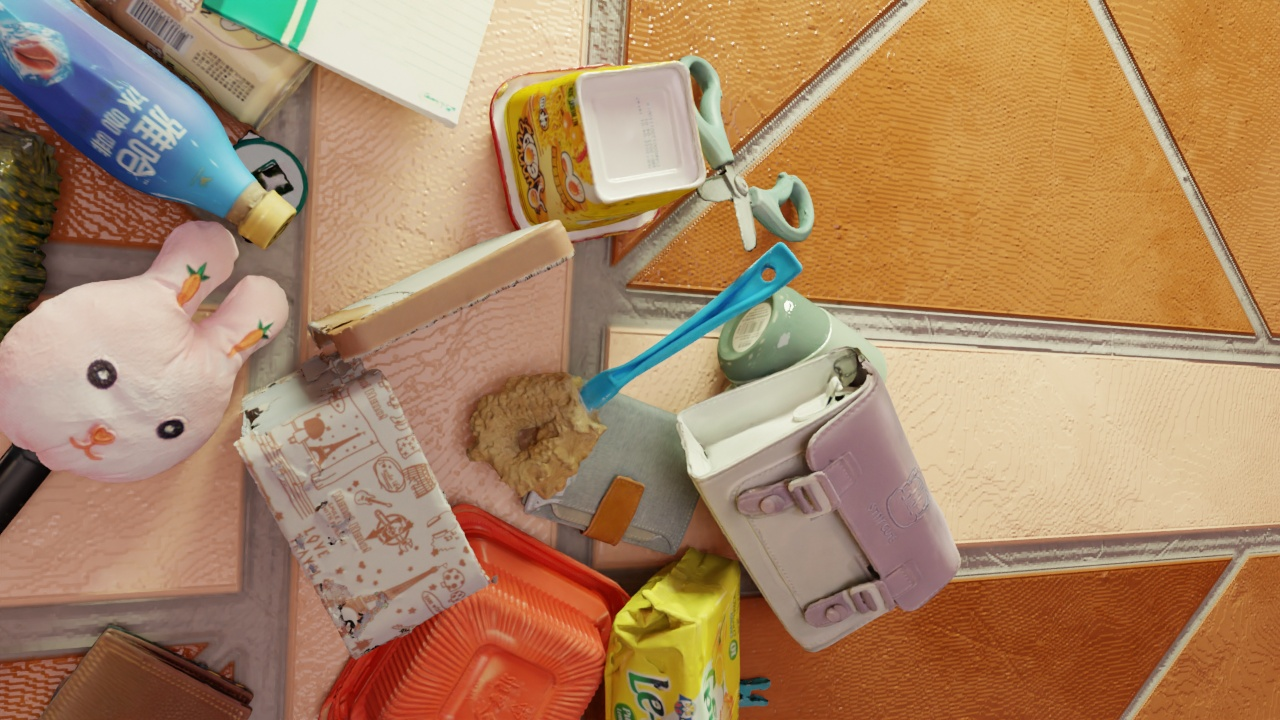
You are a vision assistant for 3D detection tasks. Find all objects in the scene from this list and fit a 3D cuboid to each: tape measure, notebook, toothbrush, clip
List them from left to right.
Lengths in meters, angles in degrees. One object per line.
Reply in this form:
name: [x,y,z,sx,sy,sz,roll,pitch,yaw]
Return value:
toothbrush: [-0.397,0.132,0.500,0.027,0.026,0.212,33,80,12]
tape measure: [-0.230,-0.107,0.554,0.054,0.025,0.058,-35,108,-17]
notebook: [-0.152,-0.262,0.551,0.150,0.012,0.208,21,72,-28]
clip: [0.079,0.265,0.732,0.056,0.014,0.045,3,95,-26]

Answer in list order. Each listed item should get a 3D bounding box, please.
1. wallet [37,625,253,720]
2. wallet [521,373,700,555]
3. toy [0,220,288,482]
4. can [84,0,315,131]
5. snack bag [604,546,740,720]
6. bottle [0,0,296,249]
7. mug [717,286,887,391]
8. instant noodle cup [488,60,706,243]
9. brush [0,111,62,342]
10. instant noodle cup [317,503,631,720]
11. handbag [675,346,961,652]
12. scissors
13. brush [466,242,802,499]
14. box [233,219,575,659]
wallet: [-0.310,0.232,0.545,0.101,0.032,0.124,38,78,-19]
wallet: [-0.013,0.080,0.662,0.129,0.037,0.106,22,85,-24]
toy: [-0.276,-0.004,0.518,0.159,0.054,0.121,-52,138,-18]
can: [-0.249,-0.189,0.519,0.116,0.058,0.058,39,78,-22]
snack bag: [0.025,0.260,0.640,0.068,0.157,0.246,1,94,16]
bottle: [-0.285,-0.140,0.492,0.218,0.065,0.065,40,78,-16]
mug: [0.110,0.010,0.692,0.106,0.082,0.112,31,105,-24]
instant noodle cup: [-0.024,-0.137,0.590,0.115,0.124,0.116,-15,100,-23]
brush: [-0.359,-0.062,0.482,0.073,0.063,0.145,11,89,5]
instant noodle cup: [-0.103,0.211,0.610,0.164,0.079,0.188,32,86,-19]
handbag: [0.133,0.101,0.656,0.145,0.098,0.197,-29,121,6]
scissors: [0.066,-0.150,0.654,0.169,0.019,0.181,-20,83,-56]
brush: [-0.004,0.004,0.609,0.254,0.046,0.083,-34,73,1]
box: [-0.121,0.036,0.532,0.197,0.181,0.157,-30,104,-19]
